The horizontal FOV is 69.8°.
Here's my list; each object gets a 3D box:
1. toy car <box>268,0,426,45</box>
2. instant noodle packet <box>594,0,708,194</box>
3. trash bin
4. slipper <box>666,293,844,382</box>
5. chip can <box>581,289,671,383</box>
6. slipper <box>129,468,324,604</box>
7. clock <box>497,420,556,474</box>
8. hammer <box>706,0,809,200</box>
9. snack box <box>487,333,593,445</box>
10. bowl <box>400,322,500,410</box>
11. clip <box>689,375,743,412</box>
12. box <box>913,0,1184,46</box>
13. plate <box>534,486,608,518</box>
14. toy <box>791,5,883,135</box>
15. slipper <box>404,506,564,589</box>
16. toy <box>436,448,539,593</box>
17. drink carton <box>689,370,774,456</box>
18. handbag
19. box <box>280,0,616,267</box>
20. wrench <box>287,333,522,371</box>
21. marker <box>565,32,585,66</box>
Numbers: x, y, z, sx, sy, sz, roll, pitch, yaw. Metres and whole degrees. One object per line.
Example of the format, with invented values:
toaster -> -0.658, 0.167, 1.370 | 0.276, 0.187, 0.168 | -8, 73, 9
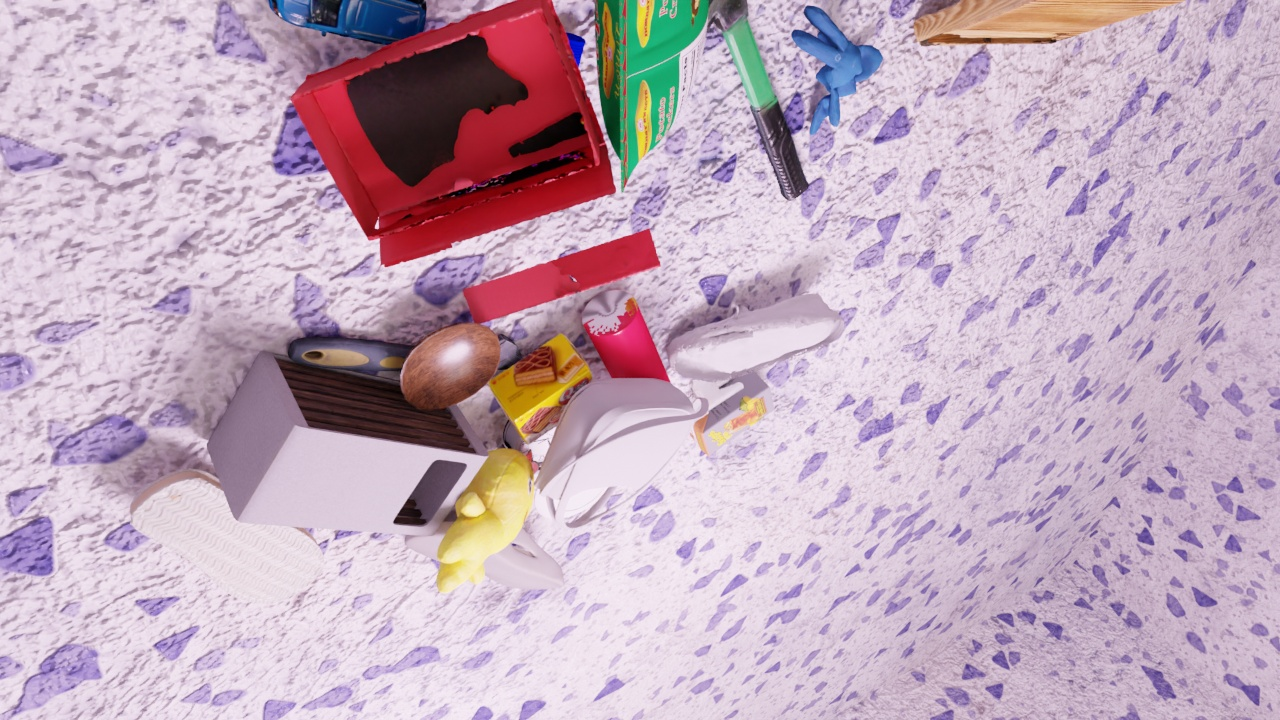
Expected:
toy car -> -0.219, -0.271, 0.697 | 0.120, 0.043, 0.056 | 0, 127, -41
instant noodle packet -> 0.010, -0.291, 0.761 | 0.090, 0.252, 0.196 | 8, 135, 8
trash bin -> -0.291, 0.091, 0.931 | 0.228, 0.114, 0.115 | 17, 114, -48
slipper -> 0.150, -0.036, 1.225 | 0.246, 0.074, 0.112 | -16, 130, -15
chip can -> -0.007, 0.006, 1.136 | 0.069, 0.069, 0.221 | -35, 142, -8
slipper -> -0.428, 0.182, 0.956 | 0.115, 0.052, 0.263 | -33, 146, -8
clock -> -0.129, 0.099, 1.148 | 0.123, 0.035, 0.094 | -50, 142, 10
hammer -> 0.132, -0.284, 1.004 | 0.130, 0.032, 0.319 | -41, 143, -2
snack box -> -0.111, 0.034, 1.066 | 0.105, 0.061, 0.084 | -34, 157, -11
bowl -> -0.202, 0.001, 0.958 | 0.114, 0.026, 0.102 | -25, 137, -26
clip -> 0.091, 0.045, 1.297 | 0.102, 0.052, 0.058 | -33, 171, -13
box -> 0.496, -0.487, 1.024 | 0.278, 0.286, 0.336 | -13, 170, -34
plate -> -0.085, 0.175, 1.281 | 0.134, 0.011, 0.135 | -23, 139, -22
toy -> 0.215, -0.323, 1.003 | 0.113, 0.071, 0.176 | -57, 156, 0
slipper -> -0.192, 0.232, 1.195 | 0.113, 0.080, 0.265 | -11, 148, 34
toy -> -0.178, 0.175, 1.047 | 0.092, 0.207, 0.134 | 15, 122, 3
drink carton -> 0.129, 0.076, 1.338 | 0.124, 0.048, 0.076 | -34, 142, -10
handbag -> -0.028, 0.127, 1.107 | 0.215, 0.095, 0.223 | 0, 128, -43
box -> -0.142, -0.158, 0.695 | 0.214, 0.153, 0.165 | -15, 120, 10
wrench -> -0.235, -0.002, 0.966 | 0.272, 0.022, 0.073 | 5, 123, -45
marker -> -0.082, -0.240, 0.865 | 0.027, 0.023, 0.133 | 7, 124, -19
